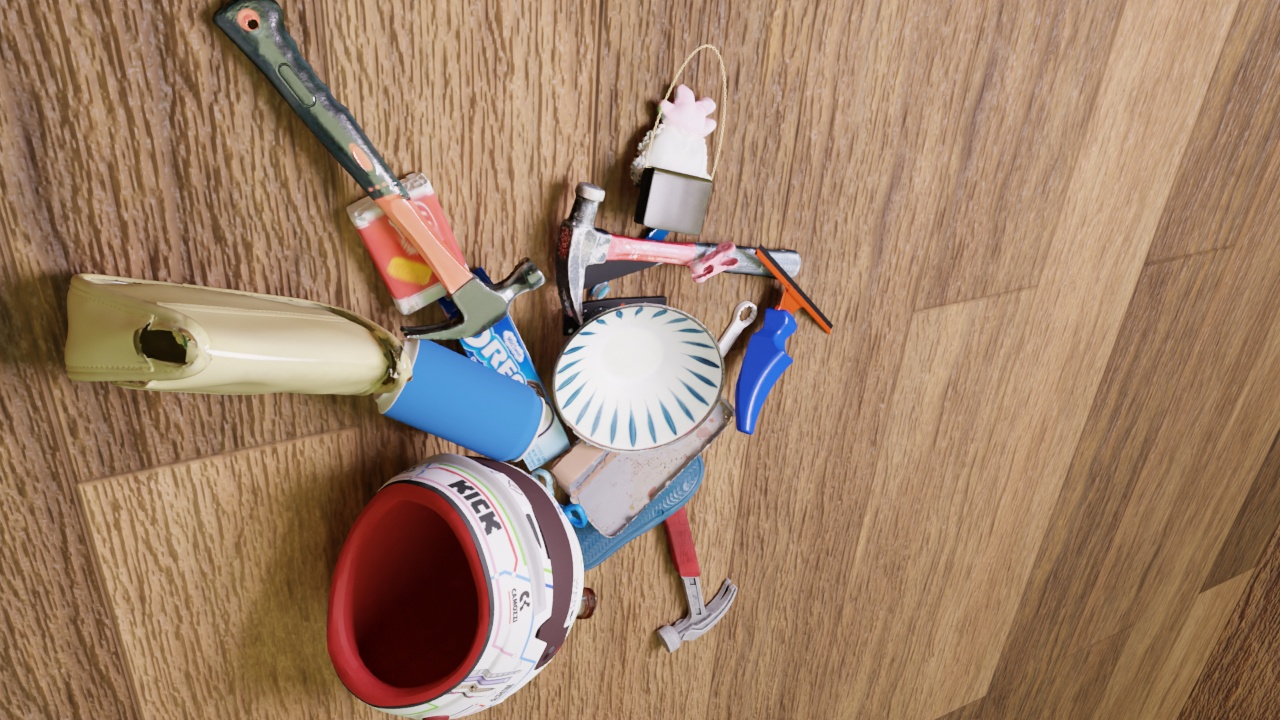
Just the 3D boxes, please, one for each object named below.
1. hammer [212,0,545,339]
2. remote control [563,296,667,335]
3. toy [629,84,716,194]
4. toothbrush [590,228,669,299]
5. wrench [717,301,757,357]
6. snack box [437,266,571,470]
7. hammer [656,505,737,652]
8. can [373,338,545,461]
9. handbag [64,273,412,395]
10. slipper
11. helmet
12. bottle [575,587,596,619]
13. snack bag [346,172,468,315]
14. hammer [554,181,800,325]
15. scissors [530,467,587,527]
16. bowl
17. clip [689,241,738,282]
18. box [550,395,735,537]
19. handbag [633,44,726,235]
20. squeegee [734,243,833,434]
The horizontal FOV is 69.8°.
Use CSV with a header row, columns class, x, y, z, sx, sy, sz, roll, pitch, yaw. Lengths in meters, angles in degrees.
class,x,y,z,sx,sy,sz,roll,pitch,yaw
hammer,-0.223,-0.154,0.772,0.133,0.033,0.333,-38,118,-7
remote control,-0.027,-0.052,1.008,0.124,0.010,0.039,-10,122,-27
toy,0.039,-0.221,0.929,0.095,0.041,0.109,7,107,-36
toothbrush,-0.004,-0.114,0.981,0.132,0.016,0.021,-45,136,0
wrench,0.061,0.045,1.123,0.047,0.009,0.273,25,102,-40
snack box,-0.138,0.014,0.949,0.059,0.059,0.227,-28,129,-10
hammer,0.061,0.264,1.238,0.126,0.036,0.316,-28,130,-19
can,-0.170,0.038,0.864,0.146,0.079,0.079,27,102,-26
handbag,-0.326,-0.007,0.748,0.232,0.191,0.088,5,98,-48
slipper,-0.021,0.166,1.101,0.214,0.104,0.059,-39,172,1
helmet,-0.172,0.220,0.934,0.235,0.231,0.315,-13,143,-57
bottle,-0.128,0.294,1.125,0.162,0.056,0.056,15,108,-37
snack bag,-0.210,-0.106,0.844,0.077,0.036,0.116,-29,129,-14
hammer,0.050,-0.105,0.994,0.325,0.036,0.141,0,116,-37
scissors,-0.104,0.160,1.032,0.019,0.132,0.105,-37,95,-29
bowl,-0.006,0.006,0.959,0.177,0.070,0.177,-4,121,-7
clip,0.079,-0.100,0.983,0.058,0.022,0.037,-28,132,-15
box,0.007,0.088,1.035,0.216,0.096,0.105,-44,160,-15
handbag,0.045,-0.215,0.897,0.084,0.027,0.178,4,105,-35
squeegee,0.149,-0.002,1.084,0.249,0.055,0.184,33,72,-54
